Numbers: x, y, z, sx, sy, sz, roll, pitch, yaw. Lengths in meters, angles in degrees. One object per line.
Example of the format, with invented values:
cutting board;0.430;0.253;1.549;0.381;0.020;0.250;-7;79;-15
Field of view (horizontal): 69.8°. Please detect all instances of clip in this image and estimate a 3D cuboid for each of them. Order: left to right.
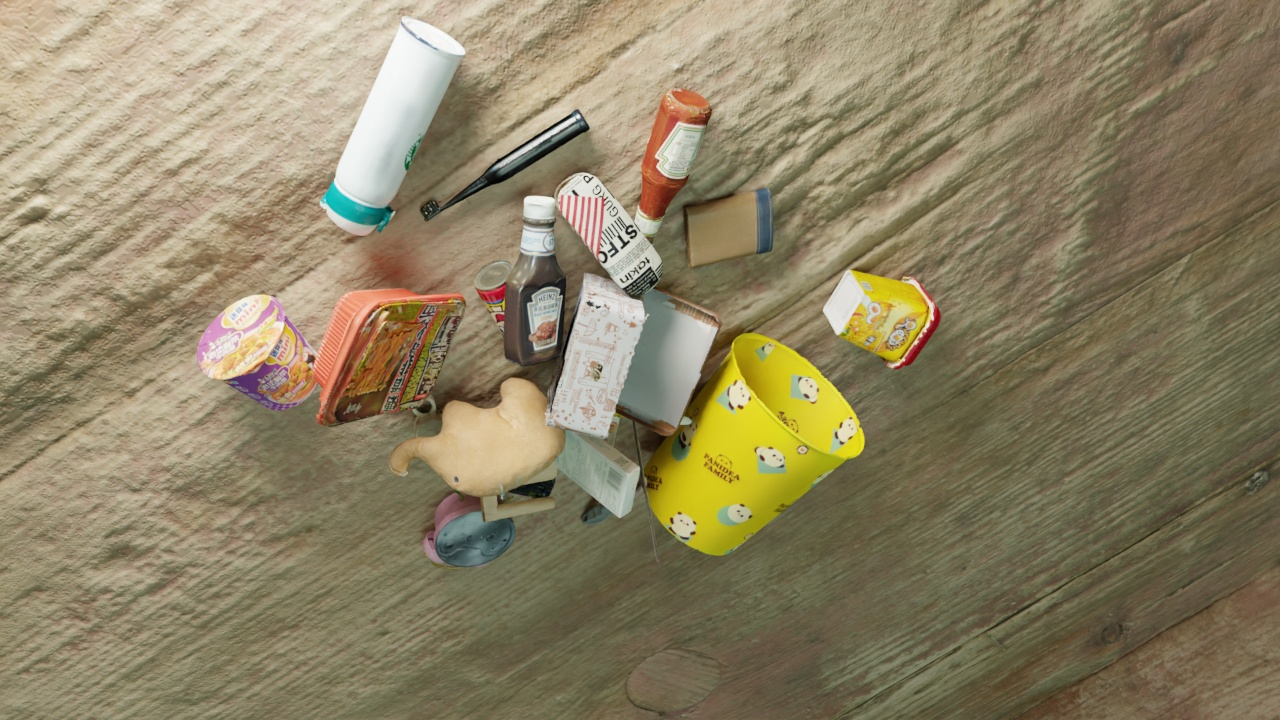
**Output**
clip;-0.282;0.063;1.196;0.061;0.034;0.097;-18;141;-9

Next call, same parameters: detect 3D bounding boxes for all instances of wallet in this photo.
wallet;0.113;-0.167;1.173;0.115;0.033;0.090;-15;129;-10

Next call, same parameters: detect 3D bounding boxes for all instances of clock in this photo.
clock;-0.254;0.255;1.346;0.117;0.059;0.159;12;121;-32

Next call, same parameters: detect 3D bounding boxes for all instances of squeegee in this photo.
squeegee;-0.030;0.202;1.350;0.040;0.247;0.250;1;156;-25

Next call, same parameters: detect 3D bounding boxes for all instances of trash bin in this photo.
trash bin;0.148;0.130;1.314;0.229;0.229;0.256;19;124;-34

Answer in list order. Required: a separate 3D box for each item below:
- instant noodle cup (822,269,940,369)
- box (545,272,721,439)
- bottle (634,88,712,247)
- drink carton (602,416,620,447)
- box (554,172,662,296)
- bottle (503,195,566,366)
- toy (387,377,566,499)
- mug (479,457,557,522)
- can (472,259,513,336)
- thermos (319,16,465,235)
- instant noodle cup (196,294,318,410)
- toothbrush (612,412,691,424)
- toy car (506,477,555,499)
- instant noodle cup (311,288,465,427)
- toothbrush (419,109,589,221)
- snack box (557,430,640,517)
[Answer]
instant noodle cup;0.339;-0.065;1.307;0.123;0.116;0.116;16;120;-20
box;-0.005;0.007;1.157;0.192;0.156;0.183;16;109;-8
bottle;0.026;-0.216;1.079;0.059;0.059;0.207;0;133;-23
drink carton;-0.060;0.088;1.299;0.053;0.045;0.123;-4;129;-22
box;-0.037;-0.154;1.093;0.075;0.081;0.163;-44;111;-4
bottle;-0.122;-0.093;1.075;0.079;0.044;0.195;-17;119;-47
toy;-0.203;0.111;1.173;0.225;0.143;0.083;-23;154;-26
mug;-0.172;0.153;1.264;0.103;0.084;0.124;-7;93;-20
can;-0.155;-0.059;1.132;0.053;0.053;0.133;-26;133;-2
thermos;-0.255;-0.230;0.939;0.073;0.073;0.225;17;120;-33
instant noodle cup;-0.422;-0.001;1.036;0.111;0.111;0.099;-28;142;0
toothbrush;-0.024;0.074;1.245;0.191;0.018;0.016;7;127;-5
toy car;-0.177;0.170;1.326;0.106;0.031;0.049;12;124;-15
instant noodle cup;-0.299;-0.014;1.052;0.165;0.079;0.188;-62;161;18
toothbrush;-0.154;-0.215;1.025;0.213;0.026;0.027;-30;98;4
snack box;-0.070;0.141;1.270;0.026;0.157;0.085;-28;141;-40
